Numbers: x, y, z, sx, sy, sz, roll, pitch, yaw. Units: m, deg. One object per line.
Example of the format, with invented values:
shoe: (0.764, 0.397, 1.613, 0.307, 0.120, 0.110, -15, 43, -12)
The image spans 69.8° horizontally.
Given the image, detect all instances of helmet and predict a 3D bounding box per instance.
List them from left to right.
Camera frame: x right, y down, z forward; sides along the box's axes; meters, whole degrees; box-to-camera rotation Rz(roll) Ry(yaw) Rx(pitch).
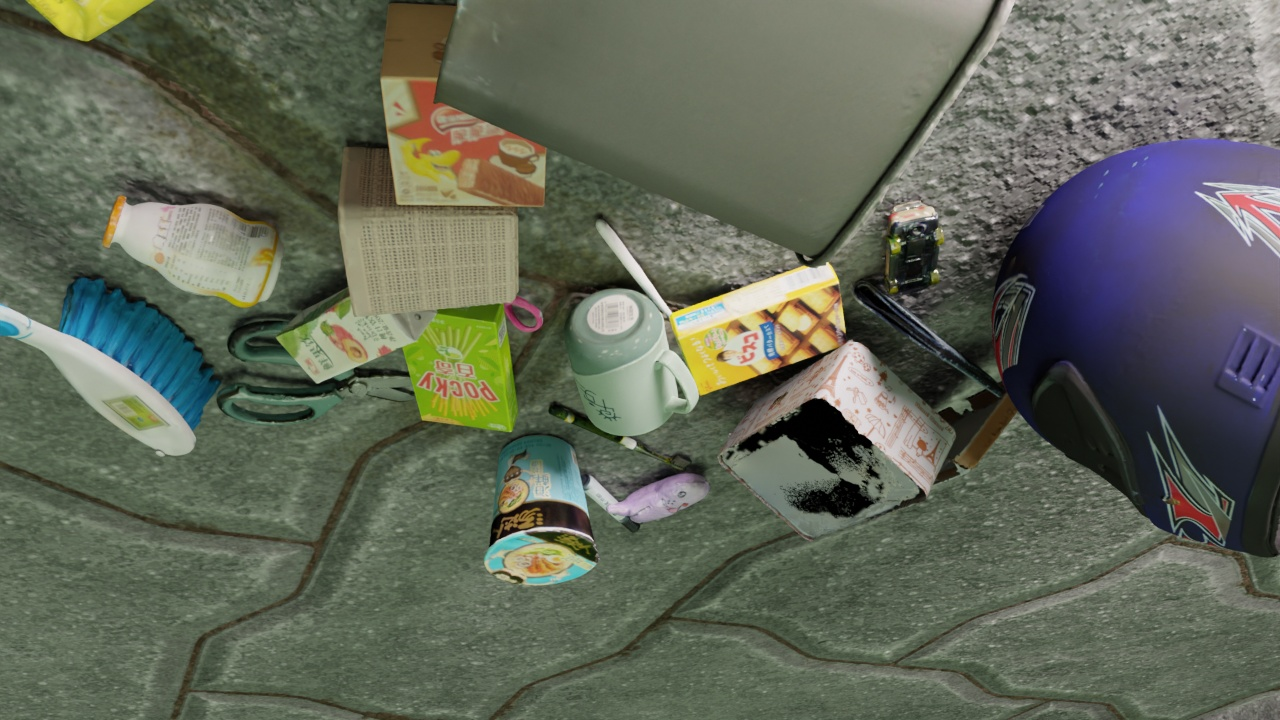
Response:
helmet: (0.393, -0.013, 0.684, 0.247, 0.240, 0.316, -45, 135, -15)

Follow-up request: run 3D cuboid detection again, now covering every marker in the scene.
marker: (-0.032, 0.158, 1.017, 0.022, 0.018, 0.131, -39, 138, -1)

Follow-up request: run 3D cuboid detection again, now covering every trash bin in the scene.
trash bin: (0.026, -0.187, 0.458, 0.219, 0.198, 0.199, 13, 138, -15)

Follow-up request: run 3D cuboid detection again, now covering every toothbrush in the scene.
toothbrush: (-0.016, 0.078, 0.921, 0.185, 0.012, 0.017, 27, 125, -36)
toothbrush: (0.011, -0.059, 0.749, 0.016, 0.016, 0.180, -28, 139, 13)

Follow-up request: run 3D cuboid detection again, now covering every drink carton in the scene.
drink carton: (-0.218, -0.028, 0.703, 0.123, 0.045, 0.053, -19, 118, 35)

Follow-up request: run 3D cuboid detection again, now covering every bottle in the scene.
bottle: (-0.306, -0.078, 0.633, 0.108, 0.063, 0.063, 18, 135, -30)

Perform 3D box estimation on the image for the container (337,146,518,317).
container: (-0.141, -0.089, 0.624, 0.111, 0.090, 0.090, -3, 135, -10)

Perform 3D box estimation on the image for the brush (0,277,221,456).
brush: (-0.409, -0.021, 0.651, 0.060, 0.109, 0.315, -10, 142, 7)

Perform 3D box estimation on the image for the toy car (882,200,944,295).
toy car: (0.215, -0.086, 0.731, 0.042, 0.035, 0.090, -11, 142, 6)

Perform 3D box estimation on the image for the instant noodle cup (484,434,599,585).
instant noodle cup: (-0.100, 0.142, 0.902, 0.111, 0.120, 0.111, -6, 142, -5)

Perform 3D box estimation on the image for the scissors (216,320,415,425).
scissors: (-0.270, 0.007, 0.781, 0.179, 0.019, 0.162, -4, 138, -14)

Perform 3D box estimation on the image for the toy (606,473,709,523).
toy: (0.024, 0.148, 0.992, 0.108, 0.039, 0.083, -23, 156, 20)

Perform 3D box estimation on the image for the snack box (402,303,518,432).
snack box: (-0.153, 0.004, 0.778, 0.086, 0.026, 0.157, 9, 142, 4)

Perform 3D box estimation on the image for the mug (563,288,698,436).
mug: (-0.004, 0.004, 0.756, 0.112, 0.082, 0.106, 22, 147, 26)

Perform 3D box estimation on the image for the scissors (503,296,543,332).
scissors: (-0.135, -0.061, 0.726, 0.072, 0.017, 0.137, -13, 138, 23)

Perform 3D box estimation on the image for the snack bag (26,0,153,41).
snack bag: (-0.272, -0.267, 0.395, 0.158, 0.068, 0.246, -20, 140, 16)

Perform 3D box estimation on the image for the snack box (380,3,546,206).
snack box: (-0.105, -0.153, 0.559, 0.092, 0.077, 0.095, 0, 141, -9)

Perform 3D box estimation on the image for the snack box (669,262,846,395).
snack box: (0.102, -0.027, 0.780, 0.140, 0.033, 0.087, -18, 141, 5)

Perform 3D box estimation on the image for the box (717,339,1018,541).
box: (0.207, 0.053, 0.849, 0.216, 0.158, 0.181, -38, 177, -33)

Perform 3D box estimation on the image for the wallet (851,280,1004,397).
wallet: (0.238, -0.018, 0.760, 0.097, 0.121, 0.019, 26, 107, -35)
